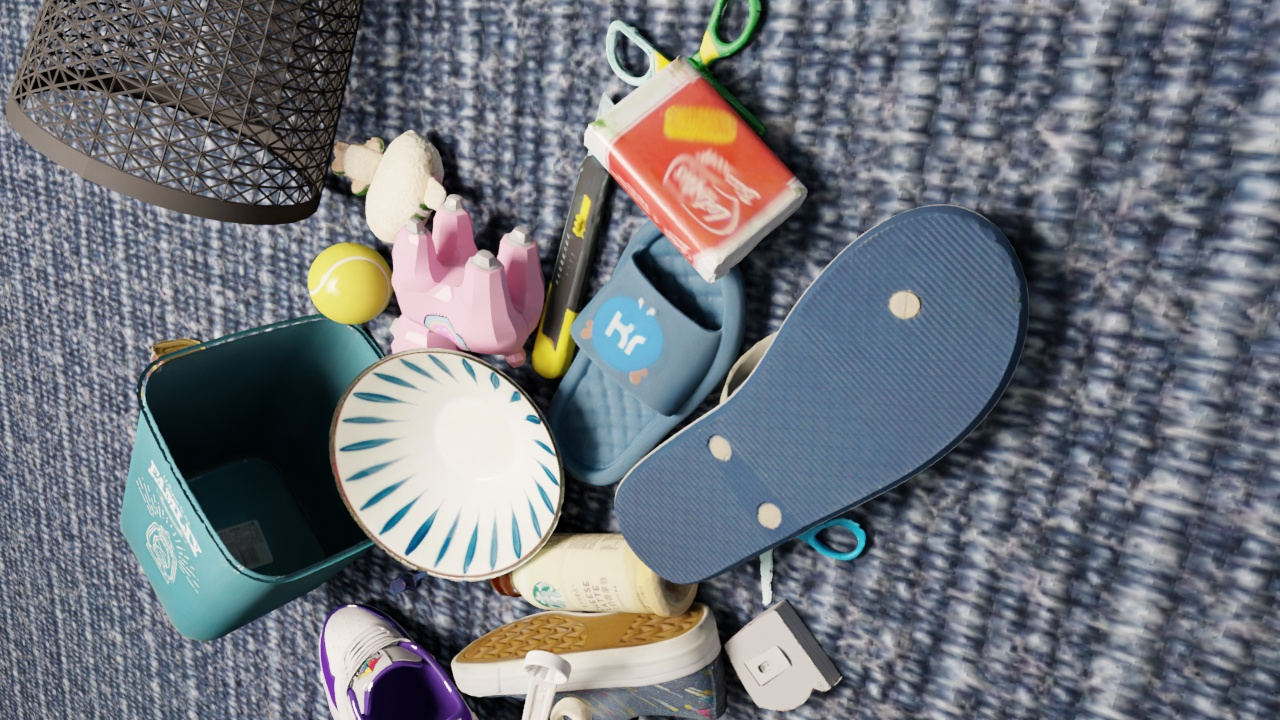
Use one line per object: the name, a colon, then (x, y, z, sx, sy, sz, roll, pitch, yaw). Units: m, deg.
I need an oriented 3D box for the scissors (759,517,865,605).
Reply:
scissors: (0.082, 0.097, 0.593, 0.128, 0.014, 0.133, -16, 97, 40)

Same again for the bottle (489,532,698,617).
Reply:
bottle: (-0.039, 0.152, 0.660, 0.162, 0.056, 0.056, -8, 97, 36)

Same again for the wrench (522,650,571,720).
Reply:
wrench: (-0.077, 0.263, 0.666, 0.047, 0.009, 0.274, 17, 142, 2)

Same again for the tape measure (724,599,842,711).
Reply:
tape measure: (0.090, 0.198, 0.605, 0.062, 0.020, 0.060, -44, 76, 34)

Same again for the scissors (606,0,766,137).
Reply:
scissors: (0.028, -0.177, 0.560, 0.131, 0.011, 0.126, 33, 119, 21)

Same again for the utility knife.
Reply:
utility knife: (-0.043, -0.081, 0.630, 0.029, 0.020, 0.203, 26, 114, 25)

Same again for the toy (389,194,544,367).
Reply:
toy: (-0.132, -0.036, 0.665, 0.123, 0.067, 0.158, 28, 133, 17)

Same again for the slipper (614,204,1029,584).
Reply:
slipper: (0.100, 0.033, 0.535, 0.296, 0.060, 0.118, -43, 79, 29)

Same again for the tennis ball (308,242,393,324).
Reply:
tennis ball: (-0.231, -0.061, 0.733, 0.065, 0.065, 0.065, 9, 106, 32)

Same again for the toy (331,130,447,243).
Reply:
toy: (-0.182, -0.130, 0.692, 0.112, 0.050, 0.087, 40, 116, 30)

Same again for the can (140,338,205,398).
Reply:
can: (-0.446, 0.028, 0.909, 0.100, 0.053, 0.059, 36, 118, 22)

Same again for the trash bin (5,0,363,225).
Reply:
trash bin: (-0.300, -0.258, 0.655, 0.217, 0.216, 0.244, 37, 113, 22)

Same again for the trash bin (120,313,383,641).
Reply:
trash bin: (-0.312, 0.111, 0.764, 0.219, 0.198, 0.196, -42, 77, 41)

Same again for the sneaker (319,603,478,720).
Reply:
sneaker: (-0.207, 0.261, 0.740, 0.244, 0.091, 0.111, 29, 145, 40)

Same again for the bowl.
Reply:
bowl: (-0.131, 0.066, 0.674, 0.177, 0.070, 0.177, 4, 108, 13)

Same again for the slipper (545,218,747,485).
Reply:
slipper: (-0.004, 0.003, 0.599, 0.104, 0.059, 0.214, 41, 122, 17)

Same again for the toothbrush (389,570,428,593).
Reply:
toothbrush: (-0.150, 0.166, 0.763, 0.190, 0.017, 0.016, -27, 86, 36)

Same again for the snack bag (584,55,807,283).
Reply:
snack bag: (0.032, -0.111, 0.531, 0.077, 0.036, 0.116, -40, 83, -10)

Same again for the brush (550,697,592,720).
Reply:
brush: (-0.061, 0.311, 0.672, 0.062, 0.077, 0.273, 21, 135, 8)

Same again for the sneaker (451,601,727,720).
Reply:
sneaker: (-0.041, 0.232, 0.668, 0.236, 0.087, 0.079, -16, 98, 33)
